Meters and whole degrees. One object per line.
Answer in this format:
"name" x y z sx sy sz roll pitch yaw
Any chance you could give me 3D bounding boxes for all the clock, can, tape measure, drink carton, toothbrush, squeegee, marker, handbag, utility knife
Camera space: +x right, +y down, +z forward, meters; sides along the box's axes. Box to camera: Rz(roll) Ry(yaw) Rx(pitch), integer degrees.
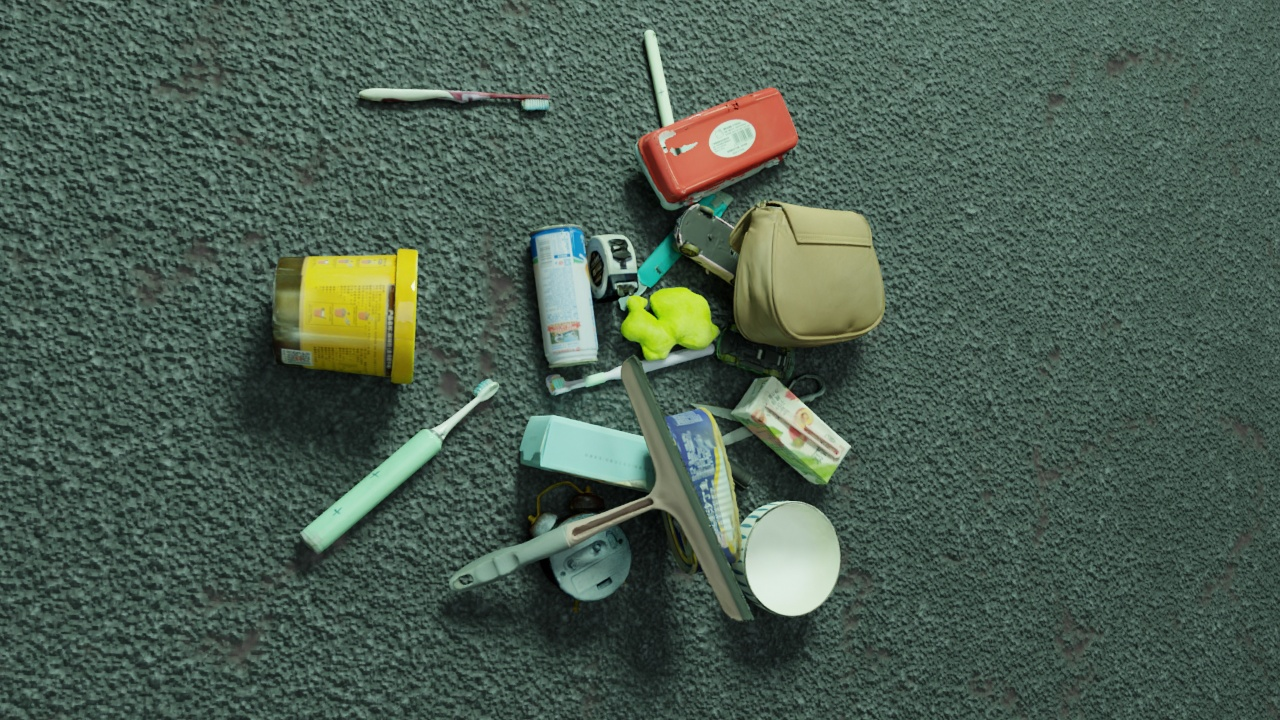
"clock" -0.060 0.175 0.883 0.082 0.055 0.122 -26 94 -21
"can" 0.050 0.120 0.841 0.049 0.075 0.148 -13 95 -19
"tape measure" -0.030 -0.093 0.914 0.033 0.066 0.066 -6 89 -27
"drink carton" 0.162 0.074 0.974 0.122 0.046 0.053 41 74 -11
"toothbrush" -0.215 0.092 0.842 0.224 0.027 0.026 -42 137 -20
"squeegee" -0.060 0.156 0.826 0.250 0.040 0.247 -24 86 11
"marker" 0.061 0.093 0.956 0.132 0.020 0.022 36 57 -13
"toothbrush" 0.031 -0.261 0.981 0.029 0.020 0.189 -13 89 -63
"toothbrush" -0.006 0.005 0.941 0.188 0.029 0.021 -14 130 -24
"handbag" 0.171 -0.088 0.964 0.204 0.100 0.148 -4 92 -46
"toothbrush" -0.178 -0.254 0.897 0.187 0.016 0.017 -5 97 -23
"can" -0.074 -0.062 0.900 0.053 0.053 0.134 -7 88 -23
"utility knife" 0.037 -0.120 0.973 0.029 0.013 0.186 46 71 -12

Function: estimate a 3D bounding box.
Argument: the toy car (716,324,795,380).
"toy car" 0.122 -0.007 0.984 0.091 0.036 0.043 20 79 -20

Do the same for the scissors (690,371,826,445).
"scissors" 0.140 0.067 0.998 0.178 0.014 0.159 39 73 -13

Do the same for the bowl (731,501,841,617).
"bowl" 0.143 0.204 0.957 0.116 0.066 0.116 2 85 -23

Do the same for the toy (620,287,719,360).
"toy" 0.031 -0.041 0.949 0.096 0.031 0.100 44 63 -6

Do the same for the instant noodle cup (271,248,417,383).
"instant noodle cup" -0.253 -0.040 0.795 0.114 0.119 0.118 2 84 -15

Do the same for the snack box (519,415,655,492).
"snack box" -0.024 0.096 0.894 0.174 0.074 0.051 16 80 -20

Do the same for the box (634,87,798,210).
"box" 0.084 -0.226 0.977 0.200 0.047 0.086 -29 98 -32

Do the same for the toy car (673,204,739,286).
"toy car" 0.085 -0.119 0.976 0.122 0.037 0.056 29 74 -26
